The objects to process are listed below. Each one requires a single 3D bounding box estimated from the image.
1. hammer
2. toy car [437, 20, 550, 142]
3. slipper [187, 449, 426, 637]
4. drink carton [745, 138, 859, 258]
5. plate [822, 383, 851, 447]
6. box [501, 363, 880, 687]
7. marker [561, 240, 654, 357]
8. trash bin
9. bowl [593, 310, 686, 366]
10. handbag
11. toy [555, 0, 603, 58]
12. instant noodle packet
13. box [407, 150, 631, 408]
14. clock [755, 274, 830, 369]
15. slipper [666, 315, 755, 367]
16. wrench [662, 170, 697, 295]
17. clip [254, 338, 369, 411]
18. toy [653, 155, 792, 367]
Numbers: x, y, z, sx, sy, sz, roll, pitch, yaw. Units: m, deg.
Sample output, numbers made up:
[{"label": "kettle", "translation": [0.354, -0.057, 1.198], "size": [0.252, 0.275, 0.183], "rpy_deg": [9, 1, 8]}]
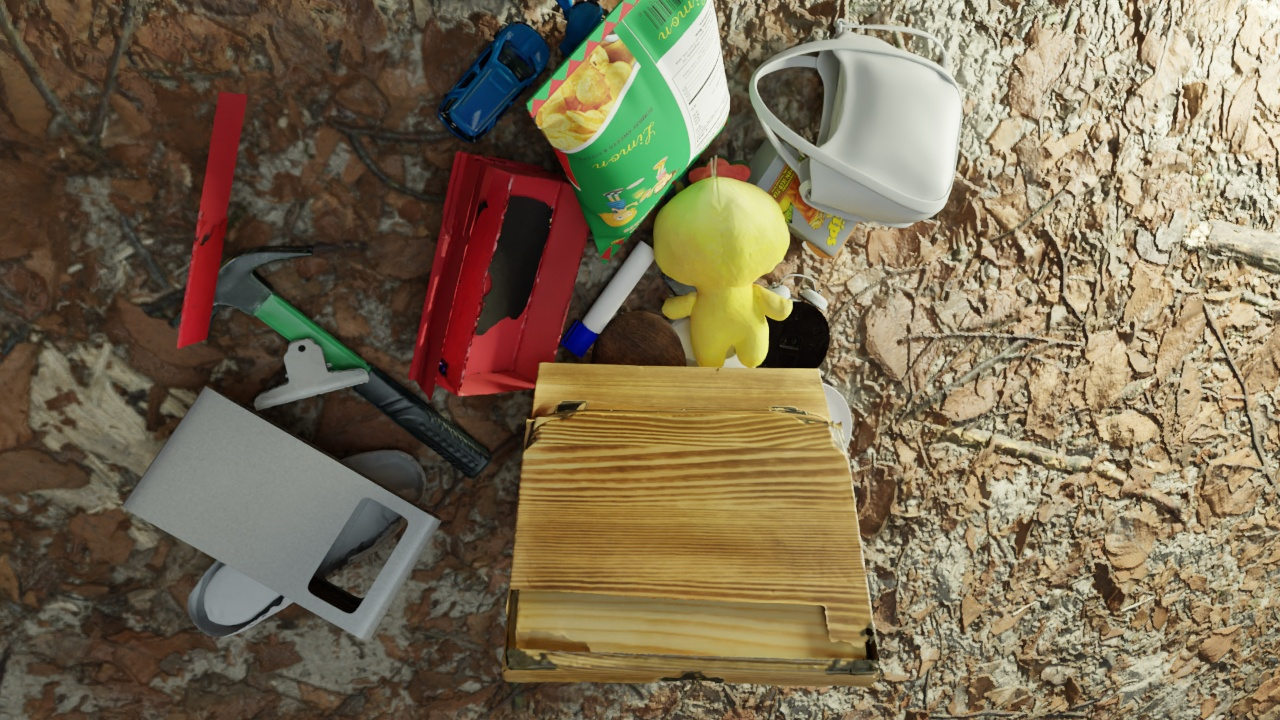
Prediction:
[{"label": "hammer", "translation": [-0.270, 0.013, 0.887], "size": [0.130, 0.032, 0.318], "rpy_deg": [-47, 116, 1]}, {"label": "toy car", "translation": [-0.131, -0.251, 0.833], "size": [0.056, 0.043, 0.120], "rpy_deg": [41, 92, -25]}, {"label": "slipper", "translation": [-0.320, 0.177, 0.902], "size": [0.246, 0.075, 0.112], "rpy_deg": [-37, 107, -12]}, {"label": "drink carton", "translation": [0.167, -0.168, 0.955], "size": [0.124, 0.048, 0.076], "rpy_deg": [32, 96, -25]}, {"label": "plate", "translation": [0.183, 0.086, 1.070], "size": [0.134, 0.011, 0.135], "rpy_deg": [-6, 110, -16]}, {"label": "box", "translation": [0.035, 0.164, 0.804], "size": [0.279, 0.333, 0.287], "rpy_deg": [2, 126, 1]}, {"label": "marker", "translation": [-0.032, -0.064, 0.941], "size": [0.027, 0.023, 0.133], "rpy_deg": [36, 95, -4]}, {"label": "trash bin", "translation": [-0.308, 0.135, 0.819], "size": [0.229, 0.115, 0.114], "rpy_deg": [31, 77, -6]}, {"label": "bowl", "translation": [-0.006, 0.006, 0.936], "size": [0.102, 0.026, 0.114], "rpy_deg": [-14, 84, 16]}, {"label": "handbag", "translation": [0.208, -0.248, 0.919], "size": [0.222, 0.096, 0.215], "rpy_deg": [17, 76, -16]}, {"label": "toy", "translation": [-0.042, -0.265, 0.831], "size": [0.071, 0.112, 0.176], "rpy_deg": [-16, 122, 3]}, {"label": "instant noodle packet", "translation": [0.003, -0.211, 0.788], "size": [0.195, 0.090, 0.253], "rpy_deg": [-50, 158, -9]}, {"label": "box", "translation": [-0.097, -0.060, 0.821], "size": [0.164, 0.153, 0.214], "rpy_deg": [-7, 115, -59]}, {"label": "clock", "translation": [0.160, -0.035, 1.008], "size": [0.094, 0.035, 0.123], "rpy_deg": [6, 105, -20]}, {"label": "slipper", "translation": [0.065, 0.081, 0.981], "size": [0.113, 0.080, 0.266], "rpy_deg": [4, 111, 2]}, {"label": "wrench", "translation": [0.034, -0.181, 0.923], "size": [0.073, 0.022, 0.273], "rpy_deg": [-21, 115, -11]}, {"label": "clip", "translation": [-0.304, 0.014, 0.842], "size": [0.102, 0.058, 0.052], "rpy_deg": [-15, 137, -14]}, {"label": "toy", "translation": [0.081, -0.092, 0.901], "size": [0.134, 0.092, 0.208], "rpy_deg": [-5, 110, 7]}]
